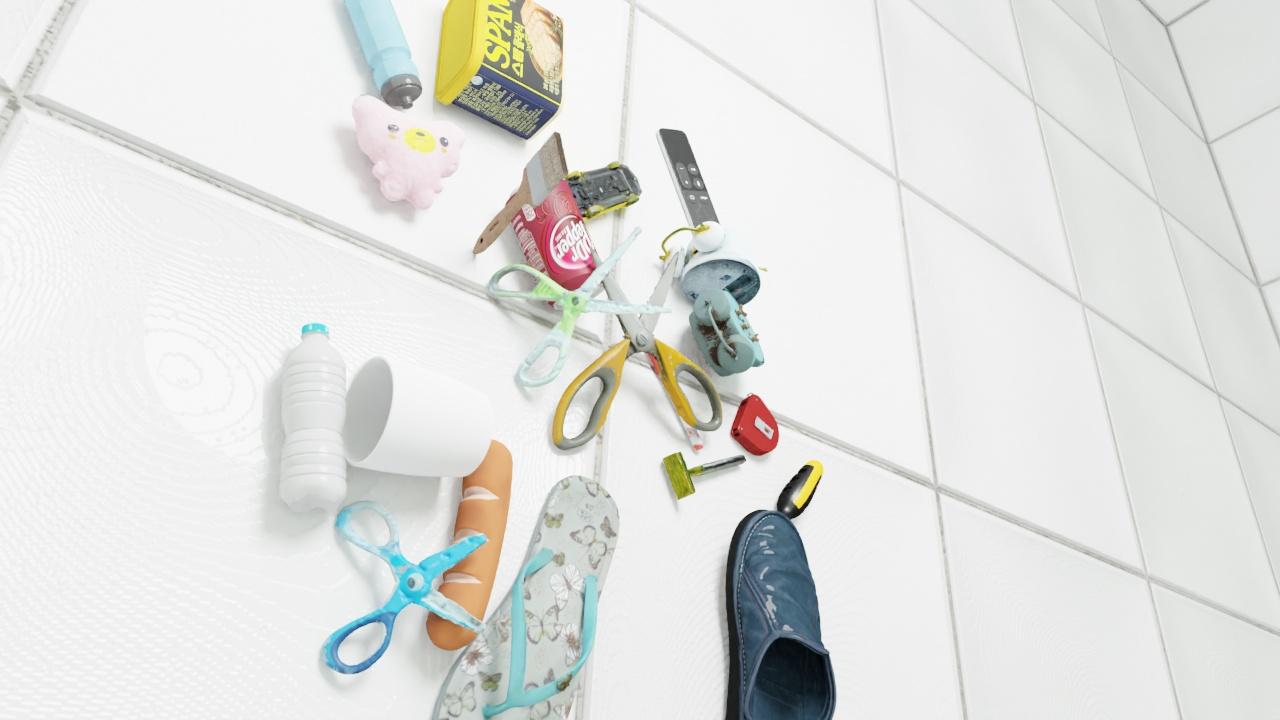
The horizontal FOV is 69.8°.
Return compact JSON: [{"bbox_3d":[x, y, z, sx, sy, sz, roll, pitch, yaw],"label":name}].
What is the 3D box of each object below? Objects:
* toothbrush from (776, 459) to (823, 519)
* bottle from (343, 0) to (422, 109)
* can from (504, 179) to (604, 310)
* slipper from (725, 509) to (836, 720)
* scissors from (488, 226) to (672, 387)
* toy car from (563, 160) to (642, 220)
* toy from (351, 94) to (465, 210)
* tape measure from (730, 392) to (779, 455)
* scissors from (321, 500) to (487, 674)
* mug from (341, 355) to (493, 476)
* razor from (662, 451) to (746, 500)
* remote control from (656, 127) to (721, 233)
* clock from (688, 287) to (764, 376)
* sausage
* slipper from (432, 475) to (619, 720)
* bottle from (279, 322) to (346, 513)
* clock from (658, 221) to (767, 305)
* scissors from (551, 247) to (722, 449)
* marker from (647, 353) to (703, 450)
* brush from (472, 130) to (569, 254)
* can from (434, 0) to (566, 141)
[{"bbox_3d":[0.136,0.163,0.914,0.031,0.031,0.196,48,50,-5],"label":"toothbrush"},{"bbox_3d":[-0.232,-0.286,0.831,0.040,0.040,0.130,-13,76,-44],"label":"bottle"},{"bbox_3d":[-0.078,-0.109,0.850,0.063,0.063,0.114,-15,77,-44],"label":"can"},{"bbox_3d":[0.135,0.259,0.811,0.109,0.084,0.265,25,57,-31],"label":"slipper"},{"bbox_3d":[-0.056,-0.044,0.797,0.024,0.171,0.165,42,59,-68],"label":"scissors"},{"bbox_3d":[-0.040,-0.173,0.941,0.106,0.030,0.049,-25,83,-43],"label":"toy car"},{"bbox_3d":[-0.201,-0.178,0.792,0.102,0.050,0.093,12,65,-33],"label":"toy"},{"bbox_3d":[0.123,0.069,0.958,0.051,0.019,0.058,41,47,-16],"label":"tape measure"},{"bbox_3d":[-0.170,0.160,0.637,0.134,0.011,0.139,32,63,5],"label":"scissors"},{"bbox_3d":[-0.171,0.036,0.693,0.087,0.081,0.114,19,25,-40],"label":"mug"},{"bbox_3d":[0.067,0.104,0.891,0.105,0.026,0.042,-7,70,-47],"label":"razor"},{"bbox_3d":[0.058,-0.202,1.056,0.045,0.008,0.146,-7,72,-42],"label":"remote control"},{"bbox_3d":[0.086,-0.026,0.923,0.090,0.053,0.124,63,16,9],"label":"clock"},{"bbox_3d":[-0.125,0.137,0.692,0.044,0.039,0.164,41,45,-41],"label":"sausage"},{"bbox_3d":[-0.066,0.200,0.703,0.098,0.055,0.267,43,45,-18],"label":"slipper"},{"bbox_3d":[-0.232,0.038,0.653,0.044,0.044,0.136,10,61,-37],"label":"bottle"},{"bbox_3d":[0.074,-0.102,0.964,0.117,0.083,0.057,29,46,-30],"label":"clock"},{"bbox_3d":[-0.004,0.004,0.844,0.229,0.016,0.225,-46,115,-27],"label":"scissors"},{"bbox_3d":[0.028,0.024,0.906,0.012,0.013,0.142,-20,81,-45],"label":"marker"},{"bbox_3d":[-0.106,-0.132,0.782,0.008,0.143,0.045,11,52,-38],"label":"brush"},{"bbox_3d":[-0.134,-0.297,0.899,0.104,0.075,0.135,20,56,-35],"label":"can"}]
